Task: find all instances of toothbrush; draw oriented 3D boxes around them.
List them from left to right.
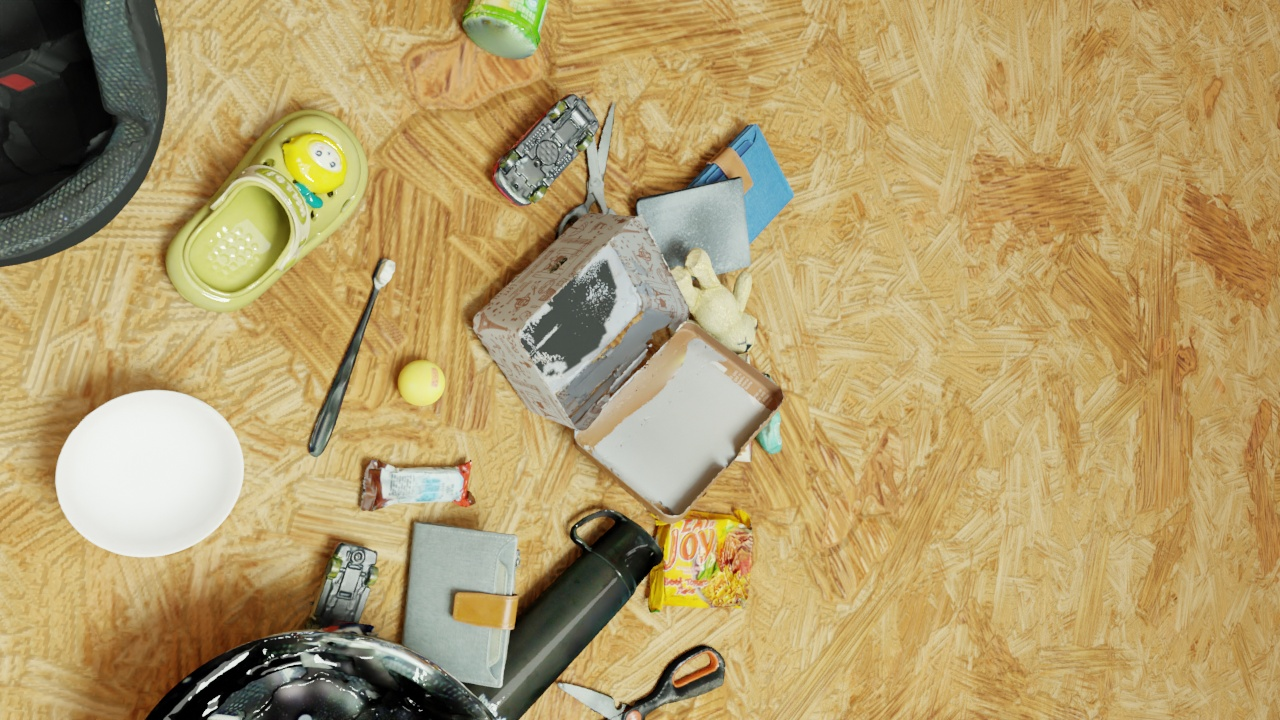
[{"bbox_3d":[-0.245,-0.004,0.782,0.015,0.018,0.181,25,78,-35],"label":"toothbrush"}]

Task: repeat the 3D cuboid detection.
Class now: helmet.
[{"bbox_3d":[-0.412,-0.186,0.541,0.233,0.231,0.274,-19,93,-26],"label":"helmet"},{"bbox_3d":[-0.243,0.309,0.701,0.274,0.157,0.229,25,78,-21],"label":"helmet"}]

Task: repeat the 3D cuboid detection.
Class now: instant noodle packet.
[{"bbox_3d":[0.064,0.211,0.976,0.128,0.044,0.110,9,81,-33],"label":"instant noodle packet"}]

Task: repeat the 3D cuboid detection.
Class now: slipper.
[{"bbox_3d":[-0.283,-0.117,0.717,0.091,0.082,0.190,47,69,-28],"label":"slipper"}]

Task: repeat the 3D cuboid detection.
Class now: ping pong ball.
[{"bbox_3d":[-0.191,0.020,0.802,0.040,0.040,0.040,0,90,-34],"label":"ping pong ball"}]

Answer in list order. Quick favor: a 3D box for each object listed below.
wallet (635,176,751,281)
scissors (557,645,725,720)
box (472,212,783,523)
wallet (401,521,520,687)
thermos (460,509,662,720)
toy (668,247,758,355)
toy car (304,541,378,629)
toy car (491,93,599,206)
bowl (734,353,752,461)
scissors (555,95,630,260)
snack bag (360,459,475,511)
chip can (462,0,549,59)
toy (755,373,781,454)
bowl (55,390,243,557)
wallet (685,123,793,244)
[{"bbox_3d":[0.056,-0.133,0.957,0.120,0.019,0.097,-15,111,-16],"label":"wallet"},{"bbox_3d":[0.009,0.376,0.952,0.220,0.022,0.225,-34,109,-30],"label":"scissors"},{"bbox_3d":[-0.011,0.004,0.867,0.272,0.130,0.178,48,66,-9],"label":"box"},{"bbox_3d":[-0.157,0.211,0.795,0.037,0.107,0.129,18,77,-72],"label":"wallet"},{"bbox_3d":[-0.087,0.243,0.866,0.090,0.069,0.241,47,62,0],"label":"thermos"},{"bbox_3d":[0.076,-0.057,0.953,0.105,0.066,0.157,-42,137,0],"label":"toy"},{"bbox_3d":[-0.251,0.198,0.766,0.042,0.035,0.090,22,78,-31],"label":"toy car"},{"bbox_3d":[-0.091,-0.197,0.866,0.053,0.045,0.120,47,72,-23],"label":"toy car"},{"bbox_3d":[0.086,0.051,0.965,0.062,0.113,0.113,-3,92,8],"label":"bowl"},{"bbox_3d":[-0.046,-0.170,0.916,0.165,0.014,0.163,-45,114,-26],"label":"scissors"},{"bbox_3d":[-0.193,0.110,0.810,0.105,0.026,0.045,4,97,-33],"label":"snack bag"},{"bbox_3d":[-0.103,-0.388,0.841,0.072,0.073,0.221,20,79,-33],"label":"chip can"},{"bbox_3d":[0.140,0.057,1.023,0.096,0.030,0.092,27,59,-69],"label":"toy"},{"bbox_3d":[-0.360,0.080,0.674,0.118,0.065,0.118,0,89,-34],"label":"bowl"},{"bbox_3d":[0.107,-0.181,1.007,0.132,0.040,0.106,-47,119,-24],"label":"wallet"}]
